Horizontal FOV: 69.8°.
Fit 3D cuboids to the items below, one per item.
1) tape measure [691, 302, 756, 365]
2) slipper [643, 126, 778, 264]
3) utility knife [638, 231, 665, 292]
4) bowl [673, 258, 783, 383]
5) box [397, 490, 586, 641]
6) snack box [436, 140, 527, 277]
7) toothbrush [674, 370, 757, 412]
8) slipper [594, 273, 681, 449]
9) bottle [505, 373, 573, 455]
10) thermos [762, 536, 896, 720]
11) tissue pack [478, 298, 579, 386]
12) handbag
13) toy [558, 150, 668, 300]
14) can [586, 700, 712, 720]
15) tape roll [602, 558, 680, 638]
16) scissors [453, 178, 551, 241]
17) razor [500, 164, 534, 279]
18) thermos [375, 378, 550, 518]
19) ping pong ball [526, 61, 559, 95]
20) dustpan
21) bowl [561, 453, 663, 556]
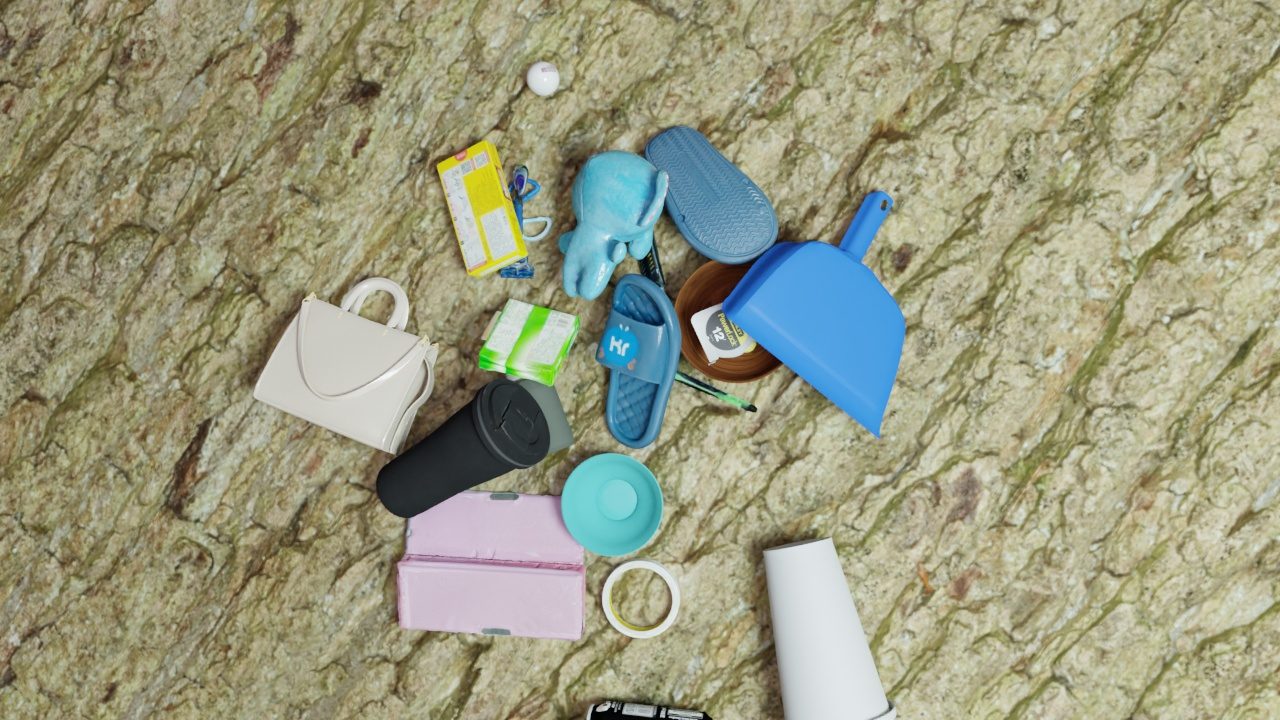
[{"bbox_3d":[0.095,-0.032,1.036,0.065,0.016,0.064,-25,86,6],"label":"tape measure"},{"bbox_3d":[0.075,-0.190,1.075,0.103,0.059,0.213,-32,63,-6],"label":"slipper"},{"bbox_3d":[0.004,-0.149,1.118,0.029,0.020,0.186,-13,89,28],"label":"utility knife"},{"bbox_3d":[0.114,-0.046,1.079,0.147,0.069,0.147,0,89,7],"label":"bowl"},{"bbox_3d":[-0.182,0.250,1.124,0.233,0.050,0.180,1,89,7],"label":"box"},{"bbox_3d":[-0.194,-0.185,1.120,0.075,0.025,0.152,-22,79,20],"label":"snack box"},{"bbox_3d":[0.055,0.023,1.116,0.188,0.017,0.014,24,96,3],"label":"toothbrush"},{"bbox_3d":[-0.006,0.006,1.066,0.104,0.059,0.214,19,114,36],"label":"slipper"},{"bbox_3d":[-0.124,0.061,1.111,0.060,0.060,0.108,-21,87,6],"label":"bottle"},{"bbox_3d":[0.204,0.320,1.045,0.131,0.131,0.221,-13,80,6],"label":"thermos"},{"bbox_3d":[-0.133,-0.024,1.097,0.099,0.034,0.113,16,49,7],"label":"tissue pack"},{"bbox_3d":[-0.344,-0.007,1.129,0.194,0.101,0.197,20,80,6],"label":"handbag"},{"bbox_3d":[-0.030,-0.154,1.066,0.184,0.114,0.180,17,91,51],"label":"toy"},{"bbox_3d":[0.010,0.450,1.082,0.146,0.080,0.080,4,90,7],"label":"can"},{"bbox_3d":[0.001,0.288,1.115,0.094,0.019,0.094,0,90,7],"label":"tape roll"},{"bbox_3d":[-0.170,-0.166,1.144,0.133,0.020,0.097,-35,83,4],"label":"scissors"},{"bbox_3d":[-0.151,-0.171,1.125,0.044,0.018,0.141,2,91,6],"label":"razor"},{"bbox_3d":[-0.211,0.111,1.069,0.219,0.105,0.106,-31,86,28],"label":"thermos"},{"bbox_3d":[-0.119,-0.345,1.122,0.040,0.040,0.040,0,89,7],"label":"ping pong ball"},{"bbox_3d":[0.232,-0.084,1.035,0.245,0.060,0.257,36,77,-23],"label":"dustpan"},{"bbox_3d":[-0.031,0.171,1.106,0.121,0.046,0.121,0,90,7],"label":"bowl"}]
